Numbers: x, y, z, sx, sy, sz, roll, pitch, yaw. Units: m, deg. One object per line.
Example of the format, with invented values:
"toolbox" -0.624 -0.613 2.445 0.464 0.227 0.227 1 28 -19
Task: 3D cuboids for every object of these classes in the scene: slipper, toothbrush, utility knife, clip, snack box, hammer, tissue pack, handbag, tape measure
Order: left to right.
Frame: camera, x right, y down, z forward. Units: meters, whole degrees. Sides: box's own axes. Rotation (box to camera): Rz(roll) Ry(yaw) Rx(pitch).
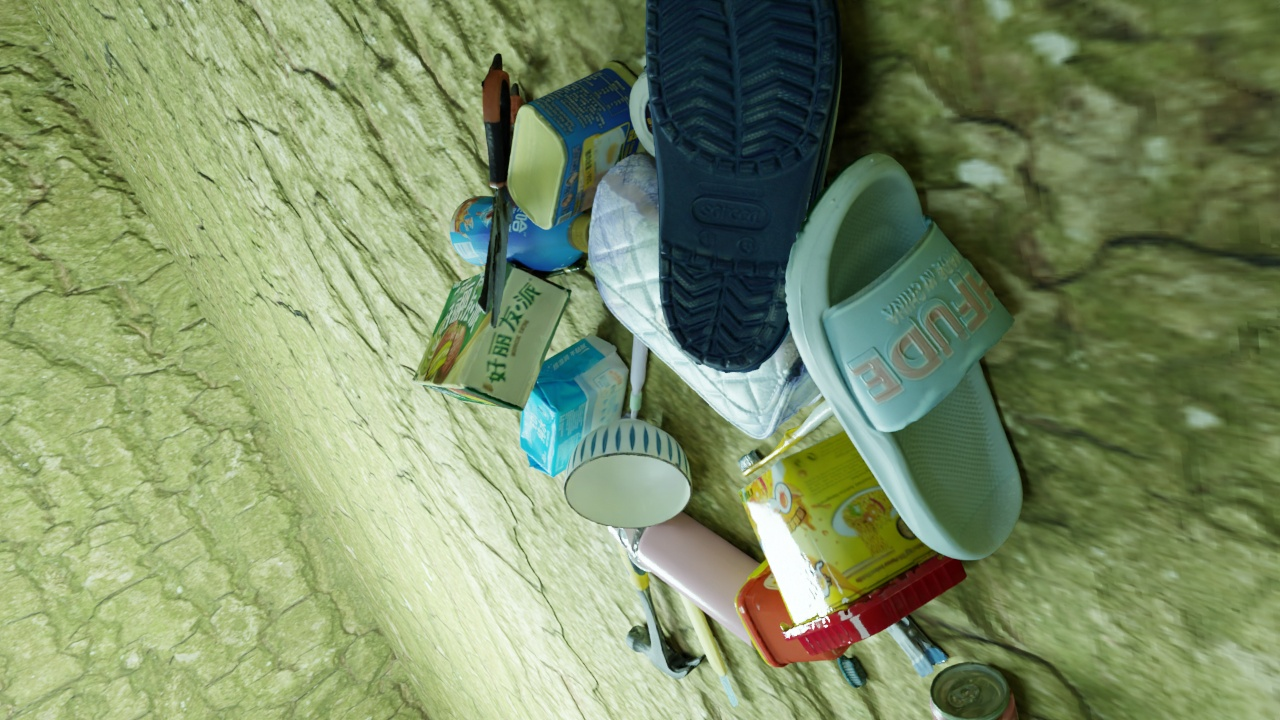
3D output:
"snack box" -0.146 -0.018 0.861 0.063 0.114 0.240 24 171 -21
"toothbrush" -0.100 -0.079 0.881 0.186 0.012 0.017 -5 121 57
"tissue pack" -0.067 0.044 0.873 0.063 0.089 0.140 44 148 24
"toothbrush" -0.005 0.005 0.816 0.021 0.029 0.190 8 137 0
"hammer" -0.002 0.231 1.020 0.126 0.031 0.324 20 134 47
"tape measure" 0.025 -0.161 0.594 0.066 0.033 0.066 24 135 41
"utility knife" 0.068 0.299 0.994 0.031 0.021 0.198 5 116 61
"handbag" 0.047 -0.041 0.636 0.194 0.075 0.134 42 149 23
"slipper" 0.063 -0.120 0.522 0.105 0.095 0.253 4 106 18
"toothbrush" 0.115 0.053 0.689 0.018 0.016 0.192 58 152 13
"toothbrush" 0.145 0.203 0.792 0.018 0.016 0.191 -24 99 50
"snack box" 0.135 0.192 0.723 0.080 0.091 0.082 -17 105 52
"clip" 0.207 0.214 0.706 0.058 0.041 0.026 53 154 17
"slipper" 0.158 0.008 0.498 0.074 0.103 0.245 3 126 59

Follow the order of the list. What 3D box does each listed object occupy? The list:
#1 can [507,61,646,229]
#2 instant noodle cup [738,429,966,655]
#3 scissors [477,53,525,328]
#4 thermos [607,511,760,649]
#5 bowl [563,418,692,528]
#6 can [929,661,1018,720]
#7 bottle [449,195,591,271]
"can" -0.044 -0.151 0.655 0.057 0.083 0.102 47 149 16
"instant noodle cup" 0.139 0.121 0.635 0.123 0.115 0.116 62 153 15
"scissors" -0.106 -0.131 0.682 0.015 0.205 0.197 -3 113 8
"thermos" 0.051 0.198 0.868 0.199 0.067 0.087 27 128 40
"bowl" -0.011 0.096 0.845 0.117 0.116 0.066 93 179 -46
"can" 0.255 0.295 0.675 0.058 0.057 0.147 11 128 52
"bottle" -0.092 -0.110 0.776 0.219 0.065 0.065 11 128 55
